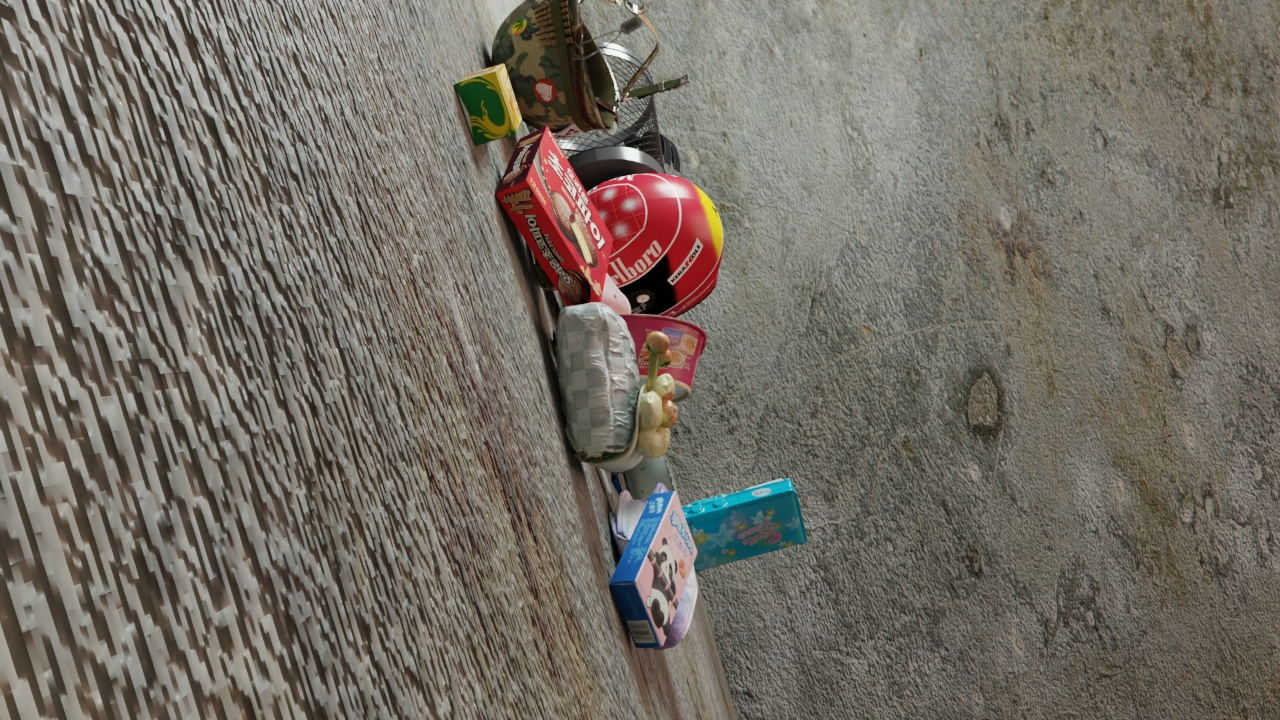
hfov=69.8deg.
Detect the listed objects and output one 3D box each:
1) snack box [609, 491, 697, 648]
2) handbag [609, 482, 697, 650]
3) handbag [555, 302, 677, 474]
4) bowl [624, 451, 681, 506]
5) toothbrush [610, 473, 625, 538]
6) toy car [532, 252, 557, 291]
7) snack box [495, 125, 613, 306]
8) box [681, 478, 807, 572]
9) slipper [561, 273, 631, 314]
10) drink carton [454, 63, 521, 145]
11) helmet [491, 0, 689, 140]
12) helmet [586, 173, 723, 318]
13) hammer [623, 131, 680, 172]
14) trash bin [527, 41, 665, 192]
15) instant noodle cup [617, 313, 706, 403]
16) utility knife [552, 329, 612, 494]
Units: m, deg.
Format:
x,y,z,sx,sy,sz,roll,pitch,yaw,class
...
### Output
x,y,z,sx,sy,sz,roll,pitch,yaw,class
0.017,0.218,0.975,0.153,0.033,0.088,-58,134,-56,snack box
0.011,0.241,1.082,0.126,0.069,0.159,-66,142,-64,handbag
-0.023,0.022,0.936,0.112,0.123,0.171,45,34,-73,handbag
0.015,0.186,1.484,0.153,0.073,0.153,-10,85,-89,bowl
-0.036,0.150,1.171,0.016,0.017,0.189,105,-31,-73,toothbrush
-0.103,-0.134,1.043,0.047,0.047,0.111,81,-5,-61,toy car
-0.086,-0.151,0.977,0.152,0.036,0.132,58,22,-31,snack box
0.094,0.208,1.225,0.117,0.227,0.097,-100,173,-64,box
-0.054,-0.077,1.181,0.094,0.064,0.239,57,3,26,slipper
-0.147,-0.252,0.898,0.122,0.041,0.058,-103,177,-68,drink carton
-0.072,-0.391,1.196,0.224,0.236,0.193,63,1,30,helmet
-0.013,-0.158,1.340,0.224,0.271,0.197,28,40,-57,helmet
-0.029,-0.239,1.542,0.040,0.305,0.132,25,-4,-43,hammer
-0.069,-0.338,1.449,0.218,0.218,0.227,70,8,-60,trash bin
-0.007,0.007,1.138,0.179,0.179,0.077,68,22,-72,instant noodle cup
-0.065,0.066,1.057,0.030,0.019,0.228,-84,163,-60,utility knife
